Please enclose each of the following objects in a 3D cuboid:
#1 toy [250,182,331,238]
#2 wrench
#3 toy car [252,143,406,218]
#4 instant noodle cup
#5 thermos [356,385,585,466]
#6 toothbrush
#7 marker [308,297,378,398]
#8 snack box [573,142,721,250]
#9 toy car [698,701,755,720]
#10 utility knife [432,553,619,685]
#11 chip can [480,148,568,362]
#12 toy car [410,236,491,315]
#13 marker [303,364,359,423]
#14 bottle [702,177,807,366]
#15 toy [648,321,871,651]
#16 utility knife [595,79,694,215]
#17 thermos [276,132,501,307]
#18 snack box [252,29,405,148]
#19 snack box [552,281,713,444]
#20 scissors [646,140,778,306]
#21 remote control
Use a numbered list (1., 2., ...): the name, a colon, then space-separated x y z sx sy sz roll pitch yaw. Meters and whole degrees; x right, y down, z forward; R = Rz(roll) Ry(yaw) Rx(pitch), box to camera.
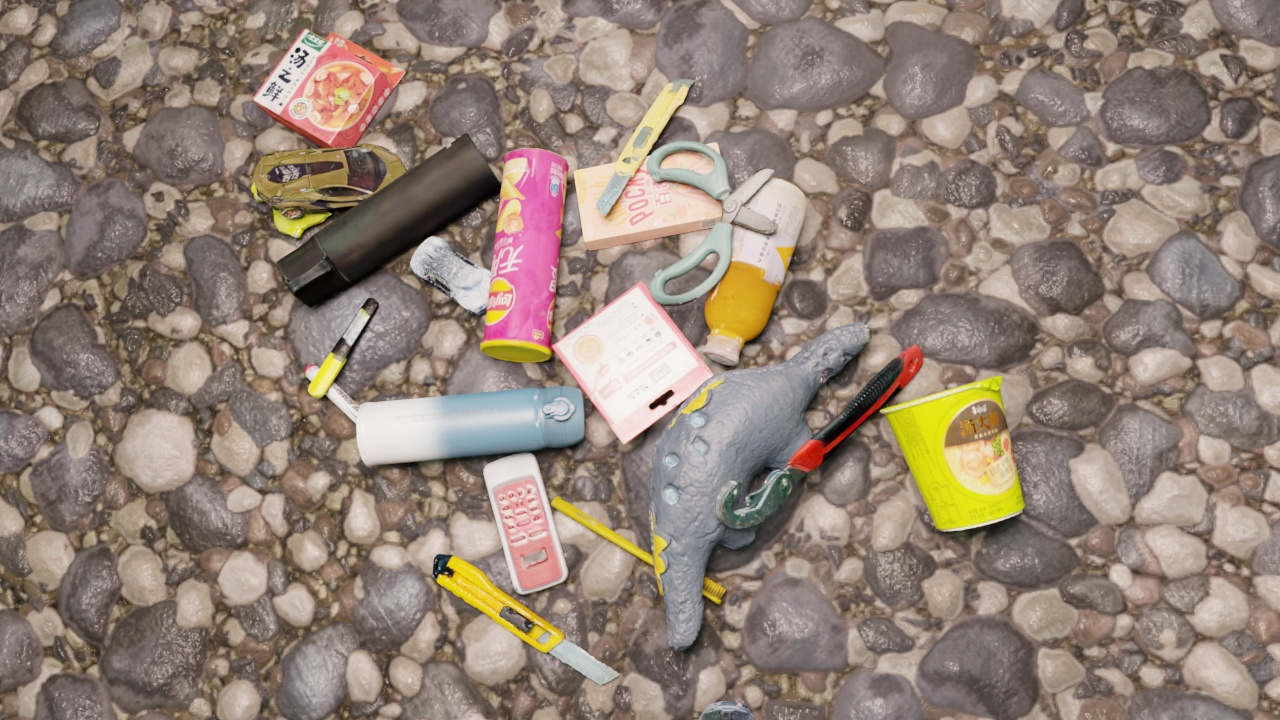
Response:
1. toy: -0.383 -0.186 1.014 0.100 0.031 0.096 20 78 11
2. wrench: 0.174 0.069 0.854 0.272 0.056 0.016 -35 33 -22
3. toy car: -0.331 -0.198 0.986 0.158 0.042 0.070 -11 75 -21
4. instant noodle cup: 0.293 0.088 0.839 0.112 0.111 0.123 -17 83 2
5. thermos: -0.163 0.062 0.902 0.220 0.070 0.070 -6 76 1
6. toothbrush: -0.003 0.181 0.892 0.190 0.016 0.016 28 77 12
7. marker: -0.311 -0.014 0.964 0.018 0.015 0.124 23 68 6
8. snack box: 0.013 -0.172 0.967 0.157 0.026 0.084 -10 75 4
9. toy car: 0.080 0.371 0.828 0.054 0.037 0.120 -2 87 5
10. utility knife: -0.115 0.250 0.888 0.216 0.015 0.033 30 84 12
11. chip can: -0.117 -0.108 0.944 0.071 0.071 0.210 3 77 7
12. toy car: -0.196 -0.090 0.970 0.105 0.031 0.049 34 83 12
13. marker: -0.298 0.054 0.954 0.145 0.017 0.017 40 84 13
14. bottle: 0.110 -0.088 0.915 0.068 0.068 0.189 18 80 10
15. toy: 0.088 0.090 0.863 0.138 0.091 0.356 35 81 0
16. utility knife: 0.003 -0.228 0.968 0.031 0.021 0.204 18 69 24
17. thermos: -0.262 -0.142 0.962 0.242 0.090 0.068 -35 112 -2
18. snack box: -0.349 -0.309 1.031 0.113 0.044 0.127 30 81 12
19. snack box: -0.005 0.005 0.918 0.113 0.044 0.127 -36 74 -3
20. scissors: 0.049 -0.138 0.913 0.171 0.019 0.170 35 89 29
21. remote control: -0.114 0.160 0.907 0.056 0.020 0.136 -18 76 3
